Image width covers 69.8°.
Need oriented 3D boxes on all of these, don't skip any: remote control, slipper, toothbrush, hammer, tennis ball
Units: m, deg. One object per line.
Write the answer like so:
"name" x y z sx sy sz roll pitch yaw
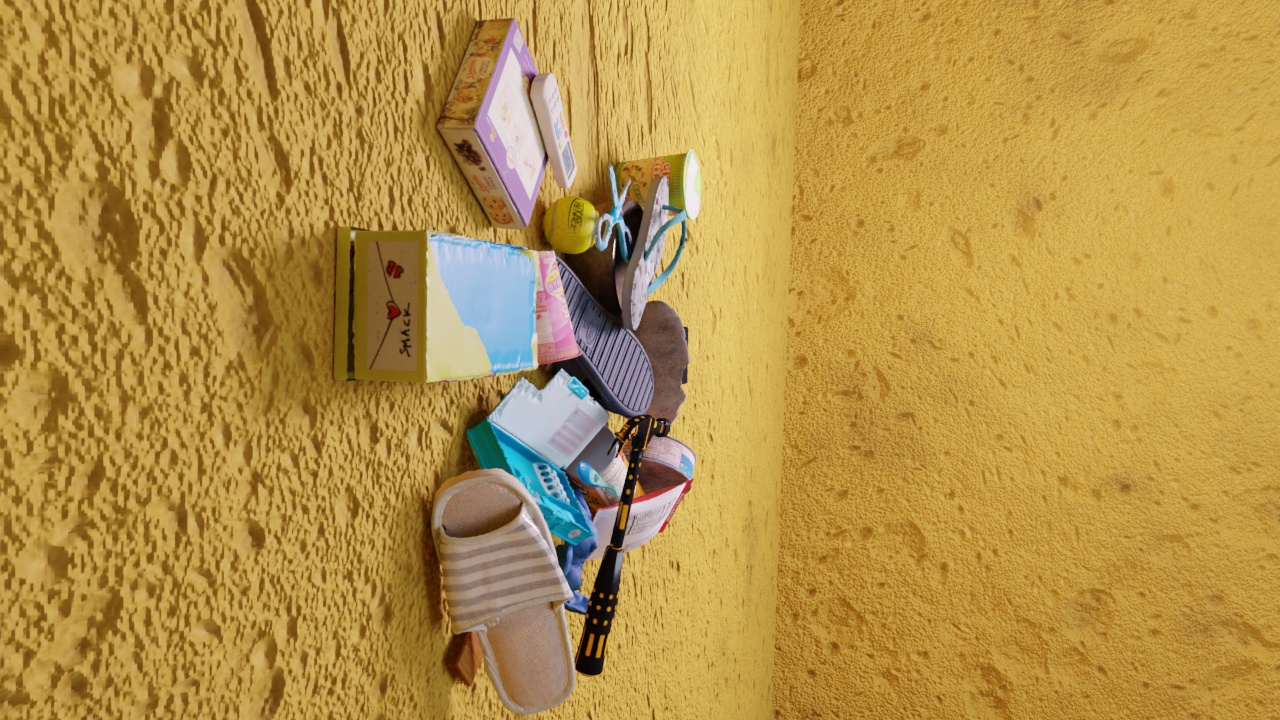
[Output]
"remote control" -0.088 -0.236 0.950 0.126 0.018 0.038 77 23 -46
"slipper" 0.024 -0.134 1.158 0.098 0.055 0.268 86 14 -45
"toothbrush" -0.049 0.134 1.029 0.135 0.017 0.022 49 46 -63
"hammer" -0.031 0.218 1.069 0.123 0.036 0.321 -1 105 -64
"slipper" -0.123 0.228 0.867 0.054 0.114 0.273 -132 -155 -65
"slipper" -0.077 -0.018 1.079 0.263 0.083 0.101 50 41 -38
"tennis ball" -0.079 -0.155 1.052 0.065 0.065 0.065 3 89 -73

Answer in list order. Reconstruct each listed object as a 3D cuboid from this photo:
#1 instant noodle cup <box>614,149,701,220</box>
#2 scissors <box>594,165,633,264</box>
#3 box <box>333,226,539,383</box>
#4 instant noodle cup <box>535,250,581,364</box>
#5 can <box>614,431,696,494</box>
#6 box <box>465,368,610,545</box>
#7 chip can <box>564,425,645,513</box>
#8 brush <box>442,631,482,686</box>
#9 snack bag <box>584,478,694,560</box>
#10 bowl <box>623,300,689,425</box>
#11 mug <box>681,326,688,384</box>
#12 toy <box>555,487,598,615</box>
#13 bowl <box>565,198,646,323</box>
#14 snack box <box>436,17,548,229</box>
"instant noodle cup" 0.023 -0.247 1.301 0.098 0.108 0.099 3 89 -73
"scissors" -0.027 -0.160 1.071 0.140 0.011 0.133 74 24 -47
"box" -0.162 -0.044 0.780 0.220 0.083 0.124 -15 107 -75
"instant noodle cup" -0.114 -0.053 0.923 0.097 0.098 0.108 -27 111 -71
"can" 0.011 0.146 1.281 0.130 0.130 0.044 67 31 -55
"box" -0.107 0.101 0.987 0.227 0.086 0.169 53 41 -65
"chip can" -0.041 0.165 1.210 0.215 0.075 0.075 67 30 -55
"brush" -0.162 0.260 0.926 0.126 0.017 0.048 -71 157 -43
"snack bag" -0.009 0.210 1.186 0.039 0.143 0.131 58 -36 29
"bowl" -0.008 0.007 1.239 0.179 0.081 0.178 -179 -90 -68
"mug" 0.032 -0.011 1.444 0.113 0.078 0.088 -148 -122 -78
"toy" -0.084 0.238 1.102 0.112 0.071 0.176 38 56 -56
"bowl" -0.042 -0.124 1.169 0.162 0.070 0.162 3 89 -73
"snack box" -0.134 -0.230 0.902 0.143 0.041 0.147 66 31 -56
